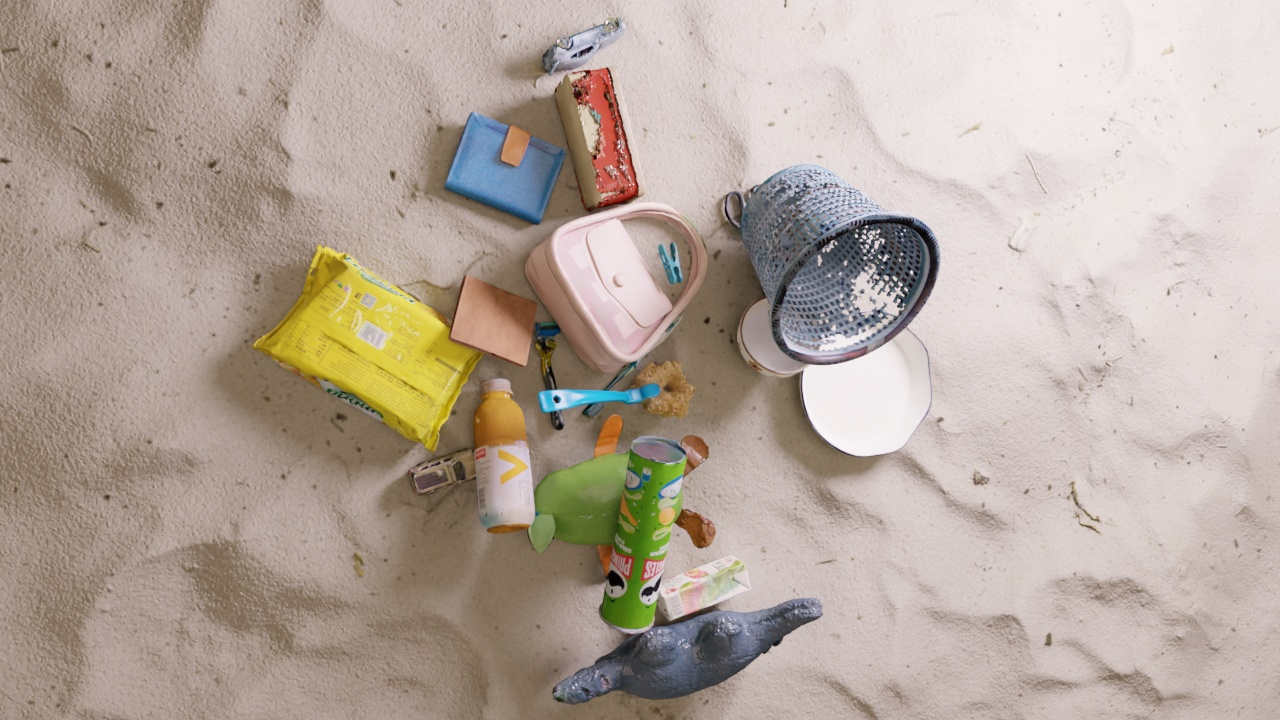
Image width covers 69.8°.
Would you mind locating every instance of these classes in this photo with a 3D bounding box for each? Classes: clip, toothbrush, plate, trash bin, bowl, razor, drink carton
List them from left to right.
[{"bbox_3d":[-0.117,0.021,1.195,0.042,0.022,0.142,-11,94,-51],"label":"razor"},{"bbox_3d":[-0.007,0.007,1.227,0.191,0.016,0.018,-45,111,-11],"label":"toothbrush"},{"bbox_3d":[0.040,-0.126,1.189,0.041,0.014,0.056,-10,83,-34],"label":"clip"},{"bbox_3d":[0.083,0.306,1.231,0.122,0.053,0.045,-17,96,-14],"label":"drink carton"},{"bbox_3d":[0.181,-0.027,1.247,0.113,0.062,0.113,3,72,-11],"label":"bowl"},{"bbox_3d":[0.231,-0.139,1.170,0.226,0.195,0.227,-12,134,-13],"label":"trash bin"},{"bbox_3d":[0.314,0.033,1.299,0.204,0.045,0.205,0,90,-14],"label":"plate"}]

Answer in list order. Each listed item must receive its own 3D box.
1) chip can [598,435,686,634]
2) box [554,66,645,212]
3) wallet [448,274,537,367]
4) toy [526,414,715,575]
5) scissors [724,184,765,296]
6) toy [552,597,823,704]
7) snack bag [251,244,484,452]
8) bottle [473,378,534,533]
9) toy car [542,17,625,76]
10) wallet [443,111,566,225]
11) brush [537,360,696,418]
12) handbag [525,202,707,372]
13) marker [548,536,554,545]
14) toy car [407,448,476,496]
[{"bbox_3d":[0.002,0.212,1.118,0.072,0.072,0.236,5,108,-15],"label":"chip can"},{"bbox_3d":[-0.060,-0.281,1.174,0.079,0.091,0.168,-16,94,-18],"label":"box"},{"bbox_3d":[-0.182,-0.049,1.142,0.101,0.020,0.115,22,44,-18],"label":"wallet"},{"bbox_3d":[-0.026,0.177,1.184,0.246,0.090,0.227,-4,102,-12],"label":"toy"},{"bbox_3d":[0.173,-0.161,1.278,0.172,0.014,0.145,39,82,-12],"label":"scissors"},{"bbox_3d":[0.060,0.380,1.186,0.356,0.138,0.091,-15,63,-9],"label":"toy"},{"bbox_3d":[-0.319,-0.016,1.116,0.246,0.068,0.158,32,82,-12],"label":"snack bag"},{"bbox_3d":[-0.173,0.117,1.142,0.068,0.068,0.189,-3,73,-15],"label":"bottle"},{"bbox_3d":[-0.072,-0.407,1.191,0.120,0.054,0.037,-30,95,-14],"label":"toy car"},{"bbox_3d":[-0.172,-0.245,1.173,0.133,0.040,0.106,20,89,-15],"label":"wallet"},{"bbox_3d":[-0.024,0.042,1.153,0.254,0.046,0.083,-3,72,-45],"label":"brush"},{"bbox_3d":[-0.013,-0.114,1.201,0.233,0.093,0.193,-35,98,-25],"label":"handbag"},{"bbox_3d":[-0.157,0.188,1.184,0.022,0.018,0.131,-37,100,3],"label":"marker"},{"bbox_3d":[-0.243,0.141,1.153,0.090,0.035,0.042,-18,95,-17],"label":"toy car"}]
